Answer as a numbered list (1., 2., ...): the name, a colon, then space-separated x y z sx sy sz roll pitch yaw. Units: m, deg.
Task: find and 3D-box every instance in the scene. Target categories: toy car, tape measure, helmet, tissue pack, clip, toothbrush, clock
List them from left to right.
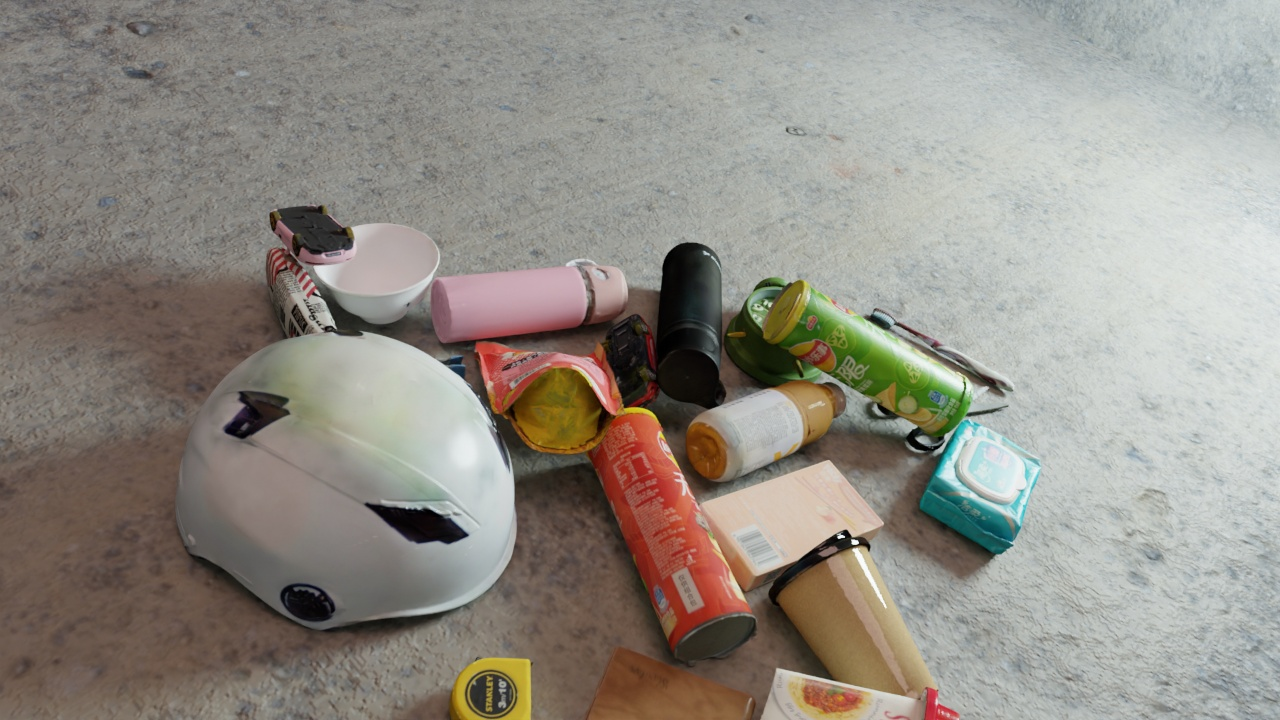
1. toy car: -0.307 -0.116 0.860 0.056 0.037 0.122 -13 33 -33
2. helmet: -0.210 0.067 0.693 0.259 0.146 0.228 23 40 5
3. clip: -0.194 0.008 0.862 0.058 0.026 0.038 -5 52 -20
4. tape measure: -0.102 0.236 0.631 0.057 0.029 0.060 7 41 -14
5. toy car: -0.005 0.005 0.912 0.045 0.053 0.120 44 26 -32
6. clock: 0.163 -0.037 1.021 0.116 0.056 0.160 30 41 12
7. toothbrush: 0.359 -0.012 1.097 0.187 0.016 0.017 33 50 17
8. tissue pack: 0.336 0.123 0.906 0.093 0.050 0.133 31 42 14

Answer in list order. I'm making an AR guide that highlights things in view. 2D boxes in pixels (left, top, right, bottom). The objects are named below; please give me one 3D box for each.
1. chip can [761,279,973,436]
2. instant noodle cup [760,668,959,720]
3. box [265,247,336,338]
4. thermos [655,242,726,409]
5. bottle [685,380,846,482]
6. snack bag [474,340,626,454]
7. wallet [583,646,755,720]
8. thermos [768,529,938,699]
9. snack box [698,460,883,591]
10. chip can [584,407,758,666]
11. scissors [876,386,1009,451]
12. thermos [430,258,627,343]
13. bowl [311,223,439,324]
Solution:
1. chip can: 0.234 0.000 0.933 0.221 0.073 0.072 29 39 -10
2. instant noodle cup: 0.138 0.277 0.620 0.124 0.117 0.116 15 38 16
3. box: -0.308 -0.043 0.847 0.051 0.069 0.164 -26 57 -17
4. thermos: 0.056 -0.036 0.952 0.068 0.090 0.242 -25 26 18
5. bottle: 0.128 0.061 0.885 0.189 0.068 0.068 -17 51 -38
6. snack bag: -0.083 0.016 0.828 0.128 0.073 0.208 -1 15 -12
7. wallet: 0.018 0.264 0.654 0.115 0.020 0.101 20 38 6
8. thermos: 0.168 0.209 0.723 0.092 0.093 0.143 -12 56 -31
9. snack box: 0.134 0.145 0.825 0.157 0.026 0.084 -12 48 -31
10. chip can: 0.020 0.137 0.755 0.073 0.073 0.216 -5 45 -25
11. scissors: 0.335 0.052 1.016 0.163 0.014 0.164 23 41 5
12. thermos: -0.114 -0.068 0.944 0.198 0.067 0.087 -10 49 -28
13. bowl: -0.255 -0.075 0.896 0.118 0.065 0.118 4 41 -3
